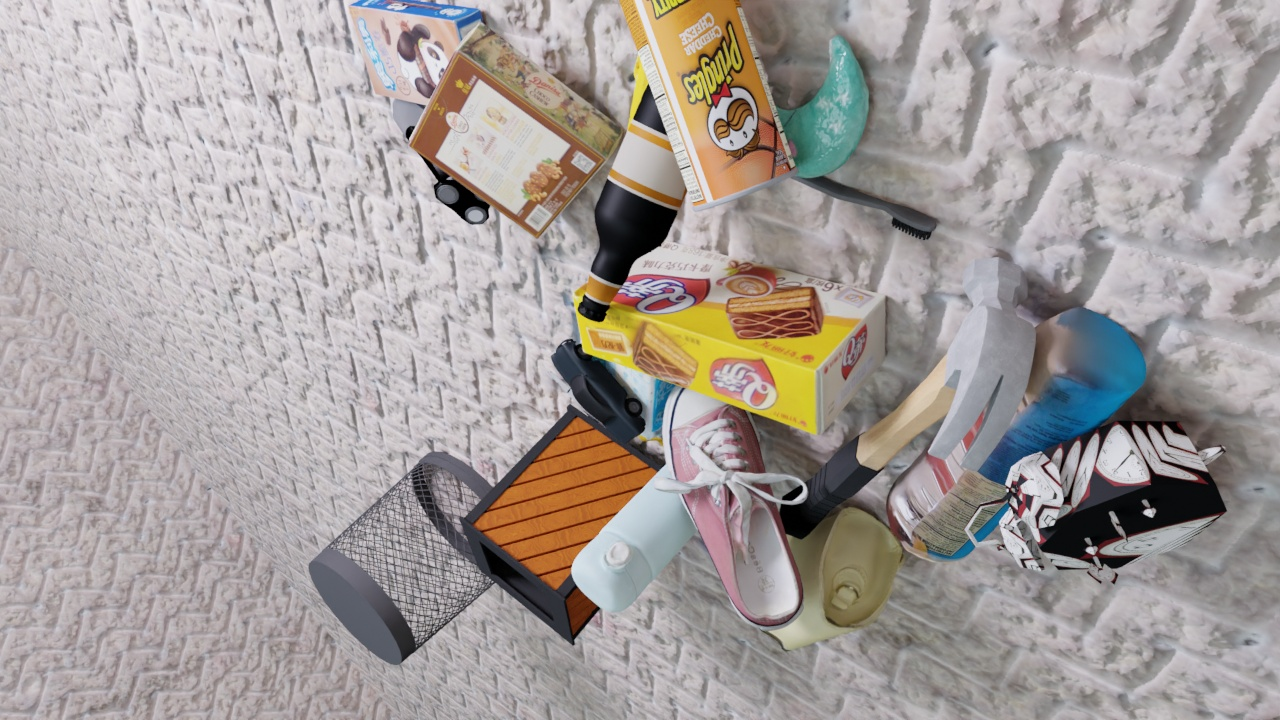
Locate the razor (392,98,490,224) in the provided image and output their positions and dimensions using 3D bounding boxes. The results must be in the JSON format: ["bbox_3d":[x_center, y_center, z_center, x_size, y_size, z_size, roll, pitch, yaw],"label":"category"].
[{"bbox_3d":[-0.194,-0.203,0.894,0.156,0.060,0.057,56,136,23],"label":"razor"}]

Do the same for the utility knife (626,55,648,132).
[{"bbox_3d":[-0.002,-0.179,0.742,0.030,0.017,0.179,40,144,20],"label":"utility knife"}]

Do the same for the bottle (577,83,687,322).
[{"bbox_3d":[-0.003,-0.114,0.692,0.059,0.059,0.182,31,106,23],"label":"bottle"}]

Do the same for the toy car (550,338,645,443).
[{"bbox_3d":[-0.040,0.029,0.851,0.112,0.034,0.046,49,146,-2],"label":"toy car"}]

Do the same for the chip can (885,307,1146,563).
[{"bbox_3d":[0.253,0.060,0.649,0.080,0.079,0.230,37,142,16],"label":"chip can"}]

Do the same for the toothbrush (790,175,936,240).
[{"bbox_3d":[0.133,-0.125,0.655,0.167,0.012,0.013,30,148,24],"label":"toothbrush"}]

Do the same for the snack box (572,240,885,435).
[{"bbox_3d":[0.066,-0.027,0.731,0.230,0.109,0.062,19,135,34],"label":"snack box"}]

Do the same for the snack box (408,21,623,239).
[{"bbox_3d":[-0.111,-0.191,0.788,0.147,0.041,0.143,35,146,-13],"label":"snack box"}]

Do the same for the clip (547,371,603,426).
[{"bbox_3d":[-0.058,0.040,0.983,0.102,0.050,0.058,46,157,2],"label":"clip"}]

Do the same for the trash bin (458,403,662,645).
[{"bbox_3d":[-0.075,0.177,0.993,0.140,0.171,0.140,33,152,21],"label":"trash bin"}]

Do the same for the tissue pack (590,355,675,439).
[{"bbox_3d":[-0.005,0.005,0.877,0.093,0.061,0.145,30,143,24],"label":"tissue pack"}]

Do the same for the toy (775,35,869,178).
[{"bbox_3d":[0.110,-0.167,0.627,0.105,0.033,0.085,-3,109,49],"label":"toy"}]

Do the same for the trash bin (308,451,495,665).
[{"bbox_3d":[-0.323,0.287,1.324,0.218,0.226,0.218,28,139,27],"label":"trash bin"}]

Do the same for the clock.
[{"bbox_3d":[0.288,0.100,0.587,0.155,0.065,0.115,-13,141,7],"label":"clock"}]

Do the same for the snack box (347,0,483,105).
[{"bbox_3d":[-0.197,-0.280,0.838,0.151,0.034,0.087,21,137,34],"label":"snack box"}]

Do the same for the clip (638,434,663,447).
[{"bbox_3d":[0.026,0.081,0.942,0.054,0.044,0.049,-10,90,48],"label":"clip"}]

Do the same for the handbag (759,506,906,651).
[{"bbox_3d":[0.166,0.203,0.839,0.081,0.111,0.120,35,147,-10],"label":"handbag"}]

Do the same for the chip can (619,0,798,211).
[{"bbox_3d":[0.033,-0.212,0.597,0.075,0.075,0.215,-8,107,49],"label":"chip can"}]

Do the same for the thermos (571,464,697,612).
[{"bbox_3d":[0.019,0.148,0.858,0.065,0.206,0.078,39,143,13],"label":"thermos"}]

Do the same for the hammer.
[{"bbox_3d":[0.182,0.063,0.692,0.039,0.130,0.329,21,147,-5],"label":"hammer"}]

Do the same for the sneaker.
[{"bbox_3d":[0.075,0.108,0.783,0.088,0.118,0.240,65,-176,-62],"label":"sneaker"}]
